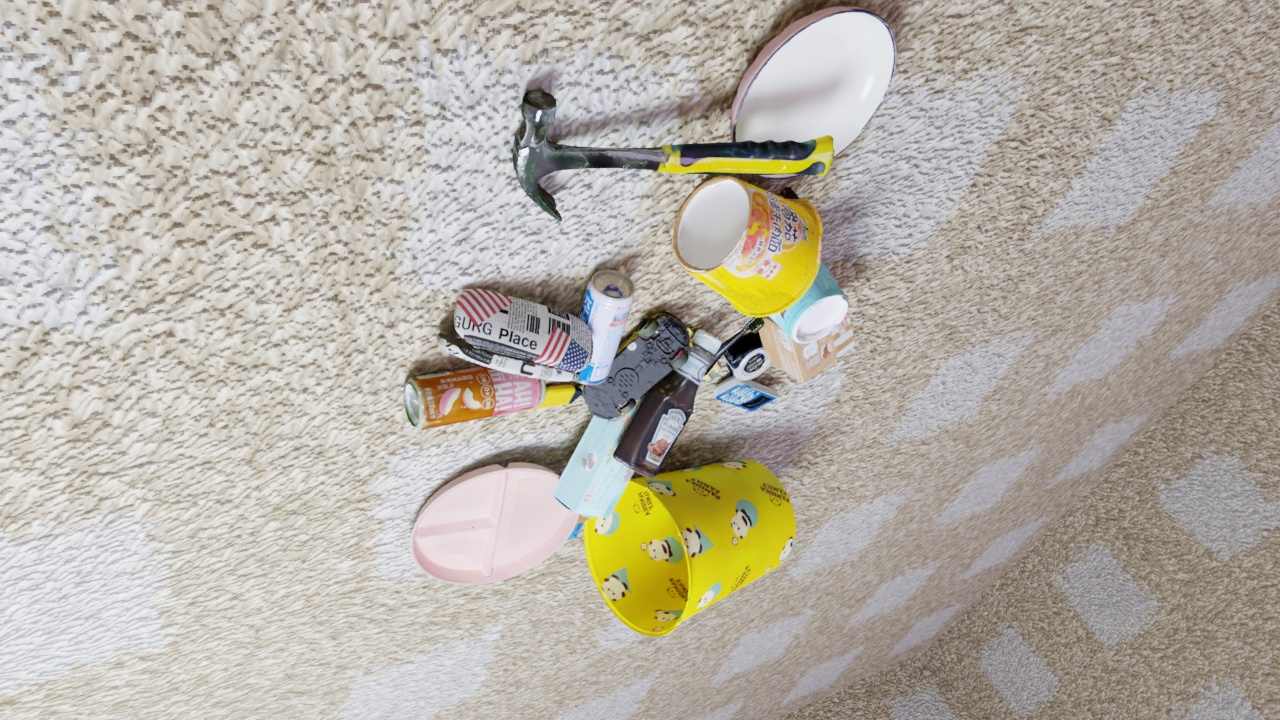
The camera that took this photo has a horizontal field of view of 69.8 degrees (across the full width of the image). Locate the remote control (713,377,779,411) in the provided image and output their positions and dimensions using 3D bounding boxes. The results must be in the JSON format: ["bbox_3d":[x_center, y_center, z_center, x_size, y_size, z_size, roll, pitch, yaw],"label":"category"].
[{"bbox_3d":[0.153,0.047,1.327,0.049,0.024,0.124,-29,153,25],"label":"remote control"}]

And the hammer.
[{"bbox_3d":[0.037,-0.191,0.875,0.322,0.031,0.126,-4,142,-21],"label":"hammer"}]

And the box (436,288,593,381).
[{"bbox_3d":[-0.124,-0.027,0.960,0.162,0.076,0.088,18,100,-32],"label":"box"}]

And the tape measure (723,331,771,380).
[{"bbox_3d":[0.148,-0.005,1.254,0.065,0.033,0.066,-26,144,-9],"label":"tape measure"}]

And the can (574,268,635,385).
[{"bbox_3d":[-0.046,-0.036,1.031,0.053,0.053,0.135,-11,141,-30],"label":"can"}]

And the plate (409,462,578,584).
[{"bbox_3d":[-0.193,0.217,1.222,0.229,0.028,0.230,-14,134,-15],"label":"plate"}]

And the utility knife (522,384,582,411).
[{"bbox_3d":[-0.155,0.048,1.078,0.208,0.015,0.033,-6,139,-39],"label":"utility knife"}]

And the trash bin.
[{"bbox_3d":[0.084,0.263,1.386,0.254,0.229,0.230,-11,141,-40],"label":"trash bin"}]

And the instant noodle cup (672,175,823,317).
[{"bbox_3d":[0.109,-0.128,0.983,0.109,0.138,0.138,21,119,-42],"label":"instant noodle cup"}]

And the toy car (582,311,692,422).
[{"bbox_3d":[-0.007,0.007,1.114,0.156,0.041,0.071,-44,108,8],"label":"toy car"}]

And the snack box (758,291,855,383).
[{"bbox_3d":[0.212,-0.044,1.188,0.094,0.077,0.093,-35,130,-14],"label":"snack box"}]

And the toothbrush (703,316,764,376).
[{"bbox_3d":[0.080,0.009,1.194,0.213,0.027,0.026,-40,134,25],"label":"toothbrush"}]

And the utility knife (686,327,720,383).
[{"bbox_3d":[0.073,-0.009,1.207,0.031,0.018,0.167,-42,142,2],"label":"utility knife"}]

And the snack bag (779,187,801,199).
[{"bbox_3d":[0.147,-0.150,1.056,0.105,0.045,0.026,-47,143,20],"label":"snack bag"}]

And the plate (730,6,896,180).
[{"bbox_3d":[0.167,-0.271,0.924,0.192,0.039,0.193,-22,145,-16],"label":"plate"}]

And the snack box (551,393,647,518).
[{"bbox_3d":[-0.039,0.118,1.189,0.074,0.052,0.175,22,98,-53],"label":"snack box"}]

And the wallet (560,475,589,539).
[{"bbox_3d":[-0.119,0.214,1.308,0.106,0.040,0.133,-3,137,-32],"label":"wallet"}]

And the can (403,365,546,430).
[{"bbox_3d":[-0.181,0.036,1.005,0.147,0.058,0.058,-10,140,-32],"label":"can"}]

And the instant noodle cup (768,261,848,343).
[{"bbox_3d":[0.184,-0.088,1.098,0.111,0.120,0.111,-22,145,-17],"label":"instant noodle cup"}]

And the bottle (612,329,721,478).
[{"bbox_3d":[0.039,0.052,1.153,0.195,0.044,0.080,-60,145,-3],"label":"bottle"}]
